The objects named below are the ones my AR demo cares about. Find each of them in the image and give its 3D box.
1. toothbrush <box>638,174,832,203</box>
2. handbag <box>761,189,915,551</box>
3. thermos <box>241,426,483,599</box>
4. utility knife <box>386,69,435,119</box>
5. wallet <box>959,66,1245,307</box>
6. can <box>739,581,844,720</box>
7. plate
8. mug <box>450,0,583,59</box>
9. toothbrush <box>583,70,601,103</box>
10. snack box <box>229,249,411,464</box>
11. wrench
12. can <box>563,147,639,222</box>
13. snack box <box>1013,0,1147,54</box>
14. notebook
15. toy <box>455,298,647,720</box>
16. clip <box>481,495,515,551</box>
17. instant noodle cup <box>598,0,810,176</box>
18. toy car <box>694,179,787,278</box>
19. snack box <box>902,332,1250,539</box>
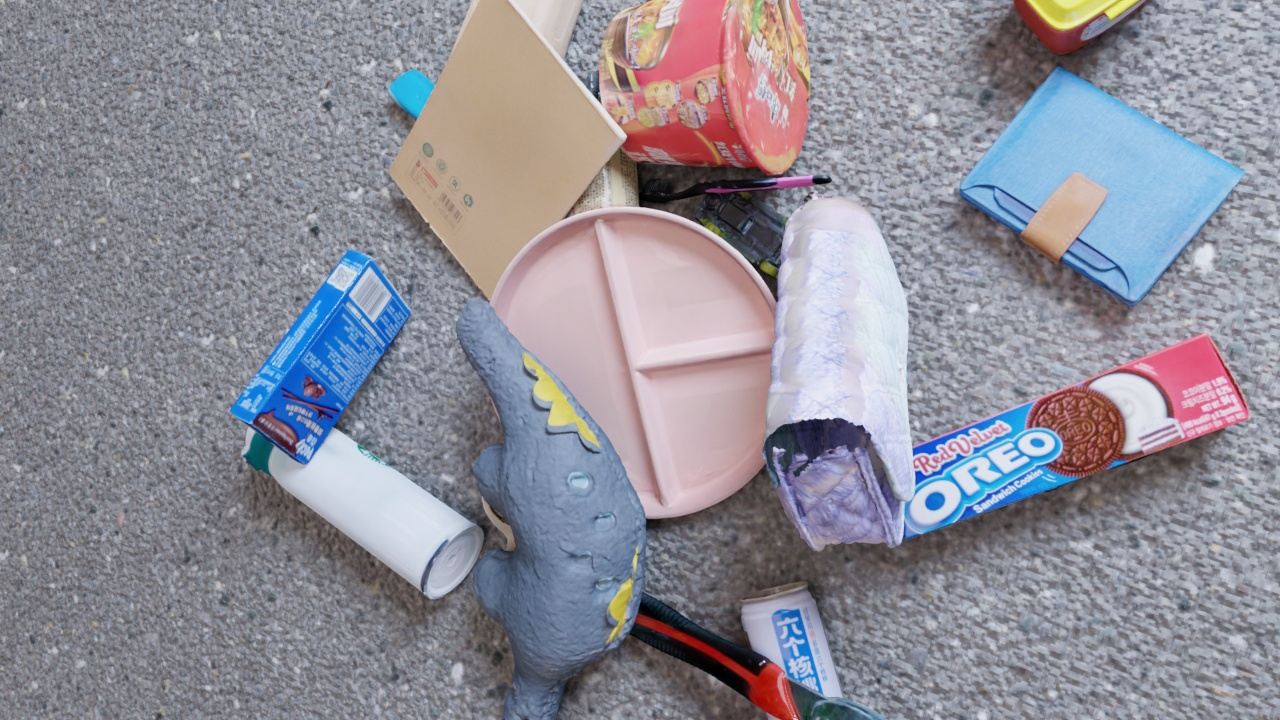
[{"bbox_3d":[0.060,-0.123,0.638,0.189,0.014,0.017,8,76,51],"label":"toothbrush"},{"bbox_3d":[0.122,0.007,0.550,0.076,0.134,0.193,-10,43,21],"label":"handbag"},{"bbox_3d":[-0.234,0.106,0.760,0.224,0.073,0.073,29,97,22],"label":"thermos"},{"bbox_3d":[-0.136,-0.179,0.764,0.199,0.018,0.034,41,98,16],"label":"utility knife"},{"bbox_3d":[0.286,-0.111,0.579,0.133,0.040,0.106,41,97,20],"label":"wallet"},{"bbox_3d":[0.108,0.221,0.618,0.053,0.053,0.134,-18,80,20],"label":"can"},{"bbox_3d":[-0.004,0.004,0.657,0.230,0.028,0.230,5,108,15],"label":"plate"},{"bbox_3d":[-0.108,-0.263,0.733,0.125,0.084,0.103,25,95,48],"label":"mug"},{"bbox_3d":[-0.060,-0.140,0.729,0.014,0.016,0.189,17,92,24],"label":"toothbrush"},{"bbox_3d":[-0.249,-0.002,0.730,0.026,0.084,0.156,22,68,21],"label":"snack box"},{"bbox_3d":[0.067,0.210,0.607,0.274,0.016,0.056,21,104,43],"label":"wrench"},{"bbox_3d":[-0.029,-0.114,0.694,0.059,0.058,0.116,-5,84,22],"label":"can"},{"bbox_3d":[0.278,-0.241,0.566,0.091,0.080,0.082,-34,74,16],"label":"snack box"},{"bbox_3d":[-0.110,-0.153,0.691,0.148,0.008,0.208,51,133,5],"label":"notebook"},{"bbox_3d":[-0.063,0.135,0.649,0.138,0.091,0.356,4,104,15],"label":"toy"},{"bbox_3d":[-0.104,0.126,0.723,0.092,0.035,0.103,26,104,18],"label":"clip"},{"bbox_3d":[0.044,-0.193,0.636,0.109,0.137,0.138,2,87,31],"label":"instant noodle cup"},{"bbox_3d":[0.084,-0.093,0.659,0.090,0.035,0.042,39,102,22],"label":"toy car"},{"bbox_3d":[0.252,0.052,0.570,0.208,0.058,0.057,-25,75,19],"label":"snack box"}]
